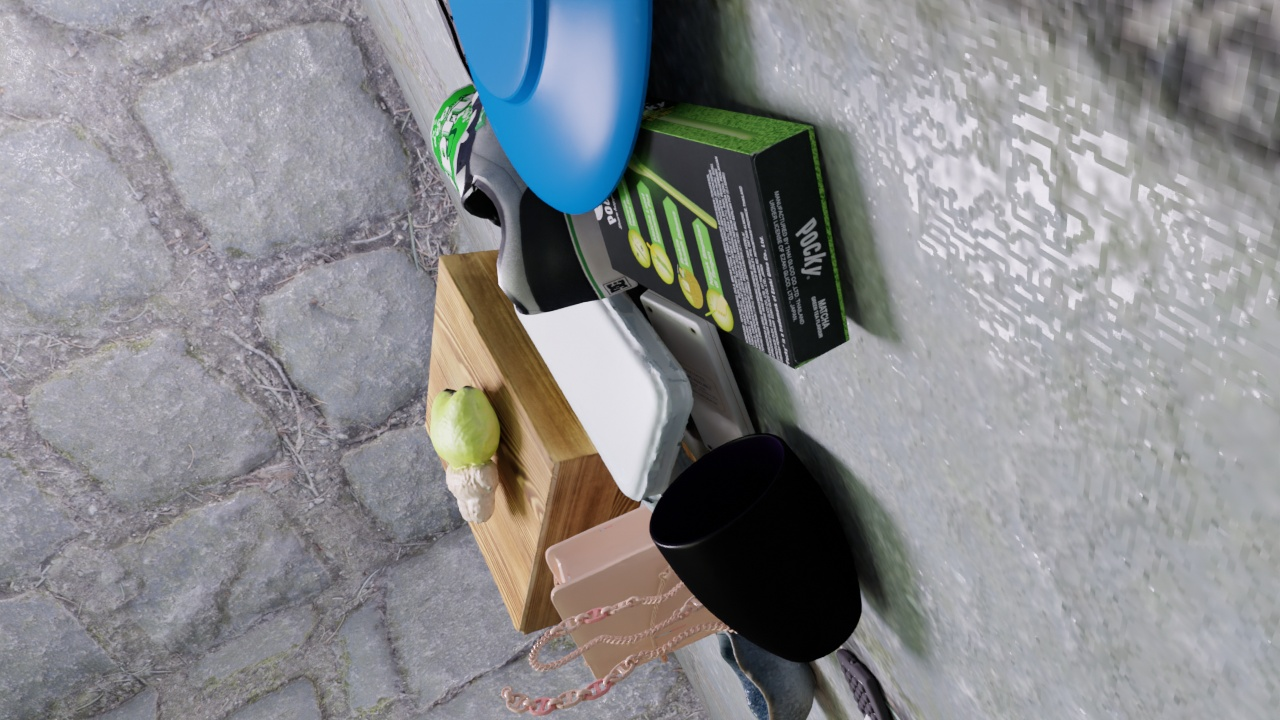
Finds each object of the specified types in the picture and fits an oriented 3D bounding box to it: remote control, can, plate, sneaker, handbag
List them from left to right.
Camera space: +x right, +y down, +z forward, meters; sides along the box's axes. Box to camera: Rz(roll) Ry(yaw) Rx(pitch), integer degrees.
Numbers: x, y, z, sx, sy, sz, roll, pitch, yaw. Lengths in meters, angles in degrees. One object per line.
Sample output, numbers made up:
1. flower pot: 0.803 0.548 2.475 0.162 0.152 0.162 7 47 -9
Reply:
1. can: -0.111 -0.164 0.716 0.140 0.087 0.088 50 164 57
2. plate: -0.058 -0.171 0.384 0.224 0.024 0.225 47 146 47
3. sneaker: -0.074 -0.133 0.528 0.084 0.079 0.235 57 -166 -67
4. handbag: 0.020 0.189 0.616 0.187 0.199 0.117 -116 3 -64
5. remote control: 0.040 0.016 0.535 0.050 0.011 0.136 30 154 44
6. remote control: 0.156 0.243 0.589 0.124 0.009 0.046 66 171 -14

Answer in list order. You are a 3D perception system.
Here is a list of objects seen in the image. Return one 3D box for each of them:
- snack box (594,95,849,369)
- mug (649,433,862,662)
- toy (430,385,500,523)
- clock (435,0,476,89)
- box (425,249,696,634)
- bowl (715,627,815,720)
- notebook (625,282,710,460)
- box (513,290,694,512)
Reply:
1. snack box: 0.021 -0.059 0.368 0.147 0.025 0.080 35 147 56
2. mug: 0.069 0.094 0.486 0.100 0.085 0.118 53 -155 -17
3. toy: -0.143 0.078 0.762 0.092 0.046 0.115 -11 88 57
4. clock: -0.114 -0.242 0.653 0.120 0.042 0.091 55 168 44
5. box: -0.055 0.045 0.860 0.279 0.220 0.259 57 146 39
6. bowl: 0.110 0.260 0.761 0.110 0.055 0.110 61 171 17
7. notebook: 0.001 -0.036 0.634 0.169 0.029 0.209 56 165 30
8. box: -0.020 0.012 0.588 0.210 0.084 0.186 56 167 38
